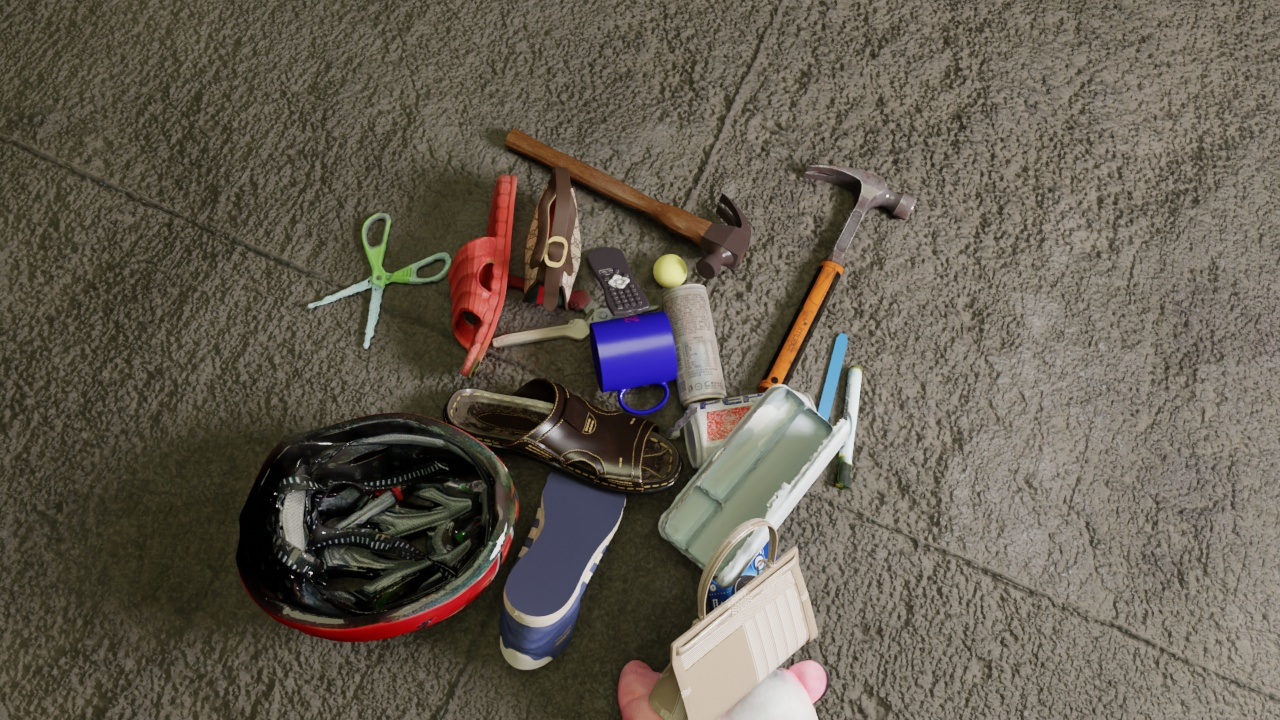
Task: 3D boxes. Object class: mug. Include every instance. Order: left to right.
[{"bbox_3d":[-0.006,0.006,1.025,0.083,0.079,0.111,-10,86,-8],"label":"mug"}]

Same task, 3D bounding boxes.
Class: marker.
[{"bbox_3d":[0.239,0.076,1.052,0.017,0.017,0.146,11,71,-1],"label":"marker"}]

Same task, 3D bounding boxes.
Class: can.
[{"bbox_3d":[0.061,-0.015,1.047,0.054,0.054,0.135,-7,72,-7],"label":"can"},{"bbox_3d":[0.121,0.077,1.009,0.136,0.078,0.078,-8,73,-7],"label":"can"}]

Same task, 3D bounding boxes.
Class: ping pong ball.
[{"bbox_3d":[0.035,-0.105,1.080,0.040,0.040,0.040,1,72,-4],"label":"ping pong ball"}]

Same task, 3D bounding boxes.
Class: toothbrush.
[{"bbox_3d":[0.046,0.065,0.953,0.010,0.182,0.010,1,77,-8],"label":"toothbrush"},{"bbox_3d":[0.217,0.042,1.062,0.016,0.014,0.166,18,71,1],"label":"toothbrush"}]

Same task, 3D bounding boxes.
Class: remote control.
[{"bbox_3d":[-0.028,-0.094,1.058,0.046,0.009,0.124,-11,45,-14],"label":"remote control"}]

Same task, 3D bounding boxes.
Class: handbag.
[{"bbox_3d":[-0.096,-0.136,1.020,0.063,0.139,0.166,7,52,-4],"label":"handbag"},{"bbox_3d":[0.090,0.228,0.846,0.175,0.198,0.062,-28,43,-32],"label":"handbag"}]

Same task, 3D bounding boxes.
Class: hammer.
[{"bbox_3d":[-0.018,-0.201,1.100,0.323,0.033,0.115,28,52,10],"label":"hammer"},{"bbox_3d":[0.208,-0.099,1.096,0.138,0.035,0.313,28,73,4],"label":"hammer"}]

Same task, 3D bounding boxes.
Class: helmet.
[{"bbox_3d":[-0.251,0.166,0.902,0.272,0.167,0.217,-7,61,-1],"label":"helmet"}]

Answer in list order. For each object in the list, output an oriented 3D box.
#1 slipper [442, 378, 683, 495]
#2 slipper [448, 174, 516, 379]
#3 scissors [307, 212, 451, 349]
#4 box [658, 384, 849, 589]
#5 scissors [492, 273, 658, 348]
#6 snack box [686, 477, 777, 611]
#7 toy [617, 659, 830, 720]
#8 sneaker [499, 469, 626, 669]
[{"bbox_3d":[-0.081,0.072,0.979,0.268,0.076,0.112,15,41,6],"label":"slipper"},{"bbox_3d":[-0.184,-0.103,1.031,0.059,0.104,0.248,12,69,-16],"label":"slipper"},{"bbox_3d":[-0.298,-0.094,1.064,0.167,0.023,0.171,5,74,-9],"label":"scissors"},{"bbox_3d":[0.127,0.132,0.913,0.106,0.124,0.215,39,89,-12],"label":"box"},{"bbox_3d":[-0.086,-0.054,1.068,0.179,0.015,0.187,-40,80,-17],"label":"scissors"},{"bbox_3d":[0.104,0.196,0.996,0.082,0.027,0.150,-8,74,-6],"label":"snack box"},{"bbox_3d":[0.081,0.365,0.911,0.213,0.084,0.141,4,72,0],"label":"toy"},{"bbox_3d":[-0.081,0.214,0.959,0.091,0.119,0.232,15,37,5],"label":"sneaker"}]
